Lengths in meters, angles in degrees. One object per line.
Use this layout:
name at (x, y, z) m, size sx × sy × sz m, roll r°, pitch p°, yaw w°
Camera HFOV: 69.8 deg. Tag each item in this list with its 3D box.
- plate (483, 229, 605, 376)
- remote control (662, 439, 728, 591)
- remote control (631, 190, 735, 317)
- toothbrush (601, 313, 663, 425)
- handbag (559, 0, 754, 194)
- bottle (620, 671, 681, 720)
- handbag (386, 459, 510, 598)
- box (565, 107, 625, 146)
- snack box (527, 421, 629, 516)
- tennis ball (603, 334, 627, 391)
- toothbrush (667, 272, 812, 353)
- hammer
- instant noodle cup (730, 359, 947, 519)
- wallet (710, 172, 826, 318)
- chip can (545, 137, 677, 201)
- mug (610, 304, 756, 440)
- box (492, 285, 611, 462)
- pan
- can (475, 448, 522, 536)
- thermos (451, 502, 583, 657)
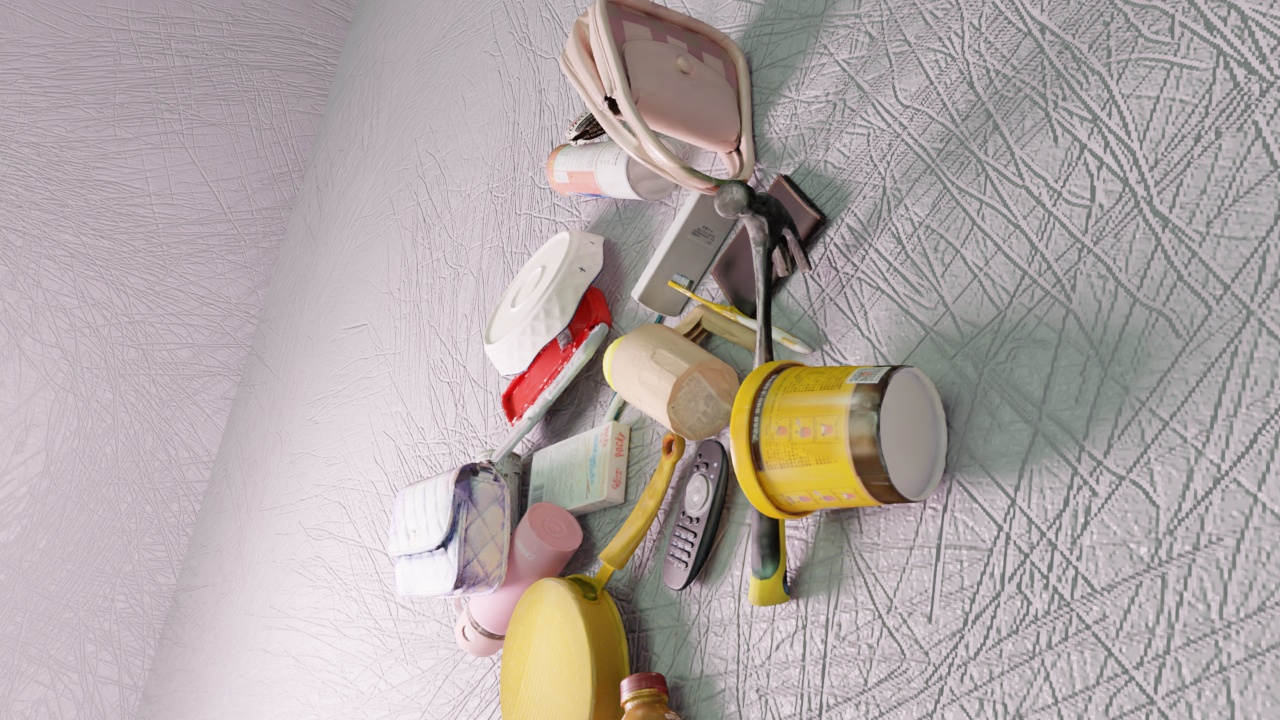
plate at (-0.122, -0.076, 1.110) m, size 0.205 × 0.045 × 0.204 m, roll -44°, pitch 22°, yaw 23°
remote control at (0.053, 0.138, 0.813) m, size 0.053 × 0.024 × 0.136 m, roll 10°, pitch 83°, yaw 63°
remote control at (0.045, -0.109, 0.932) m, size 0.135 × 0.056 × 0.019 m, roll -59°, pitch 33°, yaw 16°
toothbrush at (-0.002, -0.009, 0.979) m, size 0.192 × 0.018 × 0.016 m, roll -64°, pitch 32°, yaw 7°
handbag at (0.035, -0.251, 0.921) m, size 0.094 × 0.193 × 0.233 m, roll -47°, pitch 46°, yaw 40°
bottle at (0.014, 0.339, 0.727) m, size 0.058 × 0.057 × 0.174 m, roll -43°, pitch 41°, yaw 34°
handbag at (-0.211, 0.186, 0.988) m, size 0.194 × 0.075 × 0.134 m, roll -23°, pitch 60°, yaw 52°
box at (-0.019, -0.309, 1.107) m, size 0.164 × 0.052 × 0.068 m, roll -35°, pitch 37°, yaw 3°
snack box at (-0.070, 0.125, 0.995) m, size 0.157 × 0.027 × 0.084 m, roll -24°, pitch 53°, yaw 47°
tennis ball at (-0.006, 0.005, 0.933) m, size 0.066 × 0.065 × 0.065 m, roll -32°, pitch 48°, yaw 43°
toothbrush at (0.088, -0.045, 0.842) m, size 0.191 × 0.016 × 0.018 m, roll 31°, pitch 97°, yaw 45°
hammer at (0.102, 0.028, 0.730) m, size 0.032 × 0.126 × 0.323 m, roll -5°, pitch 82°, yaw 33°
instant noodle cup at (0.144, 0.054, 0.653) m, size 0.115 × 0.118 × 0.118 m, roll -9°, pitch 65°, yaw 45°
wallet at (0.116, -0.107, 0.864) m, size 0.122 × 0.020 × 0.096 m, roll -55°, pitch 32°, yaw 22°
chip can at (-0.040, -0.231, 1.108) m, size 0.215 × 0.071 × 0.071 m, roll 19°, pitch 88°, yaw 57°
mug at (0.047, 0.006, 0.858) m, size 0.124 × 0.084 × 0.103 m, roll -43°, pitch 34°, yaw -9°
box at (-0.104, 0.018, 1.078) m, size 0.202 × 0.058 × 0.161 m, roll -50°, pitch 23°, yaw 26°
pan at (-0.040, 0.230, 0.866) m, size 0.198 × 0.078 × 0.357 m, roll 28°, pitch 105°, yaw 57°
can at (-0.171, 0.181, 1.080) m, size 0.058 × 0.058 × 0.146 m, roll -33°, pitch 47°, yaw 42°
thermos at (-0.141, 0.233, 0.985) m, size 0.087 × 0.067 × 0.199 m, roll 48°, pitch 122°, yaw 22°
